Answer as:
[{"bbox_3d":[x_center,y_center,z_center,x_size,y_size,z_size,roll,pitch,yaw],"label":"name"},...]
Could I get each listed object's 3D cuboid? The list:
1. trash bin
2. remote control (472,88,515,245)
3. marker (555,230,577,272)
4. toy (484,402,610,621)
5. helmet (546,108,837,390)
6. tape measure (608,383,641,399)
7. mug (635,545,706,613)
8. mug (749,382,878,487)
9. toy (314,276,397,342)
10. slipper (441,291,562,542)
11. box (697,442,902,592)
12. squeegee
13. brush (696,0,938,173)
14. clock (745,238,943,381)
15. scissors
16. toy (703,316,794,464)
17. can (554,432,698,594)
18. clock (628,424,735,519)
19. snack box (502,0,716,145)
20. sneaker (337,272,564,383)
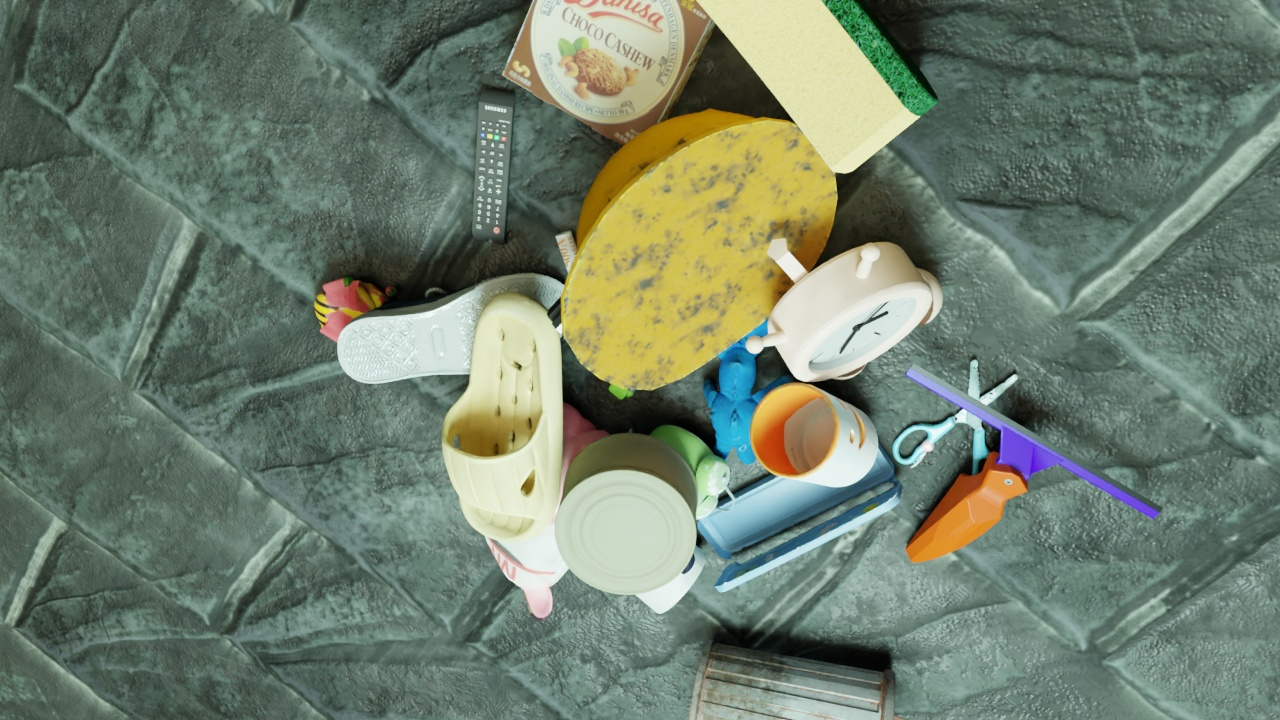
[{"bbox_3d":[0.164,0.369,0.944,0.211,0.130,0.131,7,113,14],"label":"trash bin"},{"bbox_3d":[-0.138,-0.180,0.865,0.033,0.015,0.147,13,114,10],"label":"remote control"},{"bbox_3d":[-0.051,-0.055,0.892,0.017,0.017,0.145,-12,107,20],"label":"marker"},{"bbox_3d":[-0.096,0.151,0.947,0.142,0.084,0.213,38,115,31],"label":"toy"},{"bbox_3d":[0.028,-0.113,0.773,0.256,0.131,0.205,-45,134,12],"label":"helmet"},{"bbox_3d":[-0.005,0.005,0.878,0.036,0.065,0.059,40,109,6],"label":"tape measure"},{"bbox_3d":[0.012,0.193,0.930,0.097,0.078,0.112,41,151,-3],"label":"mug"},{"bbox_3d":[0.157,0.069,0.820,0.082,0.105,0.082,-9,74,32],"label":"mug"},{"bbox_3d":[-0.296,-0.049,0.950,0.104,0.046,0.084,-5,123,22],"label":"toy"},{"bbox_3d":[-0.129,0.067,0.839,0.111,0.079,0.262,18,115,20],"label":"slipper"},{"bbox_3d":[0.148,0.153,0.889,0.211,0.078,0.072,-32,104,25],"label":"box"},{"bbox_3d":[0.303,0.133,0.841,0.249,0.055,0.185,30,132,0],"label":"squeegee"},{"bbox_3d":[0.107,-0.261,0.664,0.075,0.194,0.250,-38,98,25],"label":"brush"},{"bbox_3d":[0.171,-0.046,0.772,0.131,0.160,0.086,-40,55,26],"label":"clock"},{"bbox_3d":[0.307,0.068,0.845,0.120,0.015,0.139,42,122,-4],"label":"scissors"},{"bbox_3d":[0.084,0.028,0.862,0.113,0.071,0.176,3,112,2],"label":"toy"},{"bbox_3d":[-0.011,0.138,0.828,0.128,0.073,0.128,1,110,3],"label":"can"},{"bbox_3d":[0.041,0.109,0.898,0.119,0.042,0.095,35,148,11],"label":"clock"},{"bbox_3d":[-0.023,-0.274,0.780,0.143,0.041,0.147,31,117,2],"label":"snack box"},{"bbox_3d":[-0.182,-0.032,0.904,0.235,0.087,0.089,-11,102,-4],"label":"sneaker"}]
